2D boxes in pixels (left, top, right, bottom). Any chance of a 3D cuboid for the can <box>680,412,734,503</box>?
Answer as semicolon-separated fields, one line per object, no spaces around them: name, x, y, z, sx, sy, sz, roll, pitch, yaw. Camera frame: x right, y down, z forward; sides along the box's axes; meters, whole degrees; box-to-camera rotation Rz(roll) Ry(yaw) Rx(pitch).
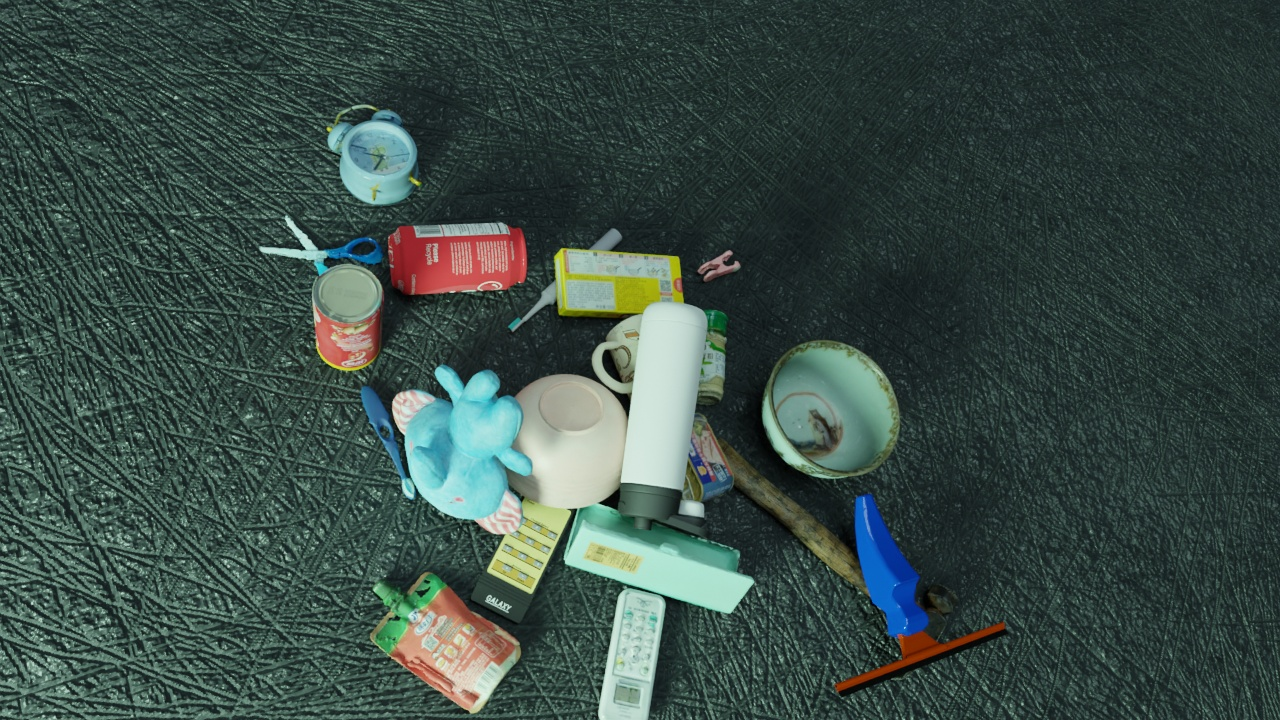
can;0.053;0.110;1.004;0.058;0.054;0.099;-9;68;-45

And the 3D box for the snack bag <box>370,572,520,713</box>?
snack bag;-0.195;0.262;0.884;0.155;0.044;0.087;36;57;5

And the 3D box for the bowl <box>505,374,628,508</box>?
bowl;-0.076;0.070;0.955;0.153;0.076;0.152;6;50;-7

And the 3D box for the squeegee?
squeegee;0.270;0.235;0.990;0.248;0.055;0.184;-7;72;-30

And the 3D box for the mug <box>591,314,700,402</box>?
mug;-0.006;0.006;1.020;0.121;0.081;0.097;-11;63;-43

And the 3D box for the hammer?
hammer;0.199;0.210;1.028;0.330;0.033;0.119;40;64;3

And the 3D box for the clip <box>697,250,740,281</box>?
clip;0.101;-0.113;1.140;0.043;0.023;0.060;38;57;3

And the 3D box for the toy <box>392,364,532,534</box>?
toy;-0.172;0.084;0.883;0.183;0.181;0.114;49;48;9

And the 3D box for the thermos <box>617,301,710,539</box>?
thermos;0.037;0.061;0.942;0.101;0.069;0.229;11;79;-15

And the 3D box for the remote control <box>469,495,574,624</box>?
remote control;-0.120;0.198;0.944;0.058;0.013;0.133;27;63;-4

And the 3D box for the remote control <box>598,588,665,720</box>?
remote control;-0.009;0.301;0.930;0.050;0.022;0.133;16;64;-11

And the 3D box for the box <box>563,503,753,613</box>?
box;0.022;0.199;0.944;0.188;0.092;0.077;20;65;-8

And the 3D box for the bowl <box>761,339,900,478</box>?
bowl;0.204;0.067;1.053;0.159;0.094;0.159;6;66;-14

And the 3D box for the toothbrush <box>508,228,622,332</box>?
toothbrush;-0.087;-0.094;1.074;0.019;0.018;0.187;45;63;-2

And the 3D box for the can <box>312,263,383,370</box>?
can;-0.295;-0.042;0.929;0.066;0.125;0.066;6;66;-15

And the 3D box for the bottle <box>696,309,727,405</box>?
bottle;0.080;-0.003;1.076;0.042;0.043;0.109;10;67;-13

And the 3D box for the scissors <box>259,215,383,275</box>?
scissors;-0.346;-0.119;1.012;0.116;0.014;0.130;-39;79;-23

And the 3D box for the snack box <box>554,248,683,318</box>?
snack box;-0.023;-0.088;1.074;0.152;0.025;0.075;1;74;-23

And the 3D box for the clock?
clock;-0.304;-0.239;1.051;0.088;0.052;0.124;-23;77;-22

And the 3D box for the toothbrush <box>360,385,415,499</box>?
toothbrush;-0.260;0.083;0.949;0.021;0.016;0.132;-21;76;-26

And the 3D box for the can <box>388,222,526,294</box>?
can;-0.203;-0.113;1.016;0.142;0.075;0.074;-5;70;-19
